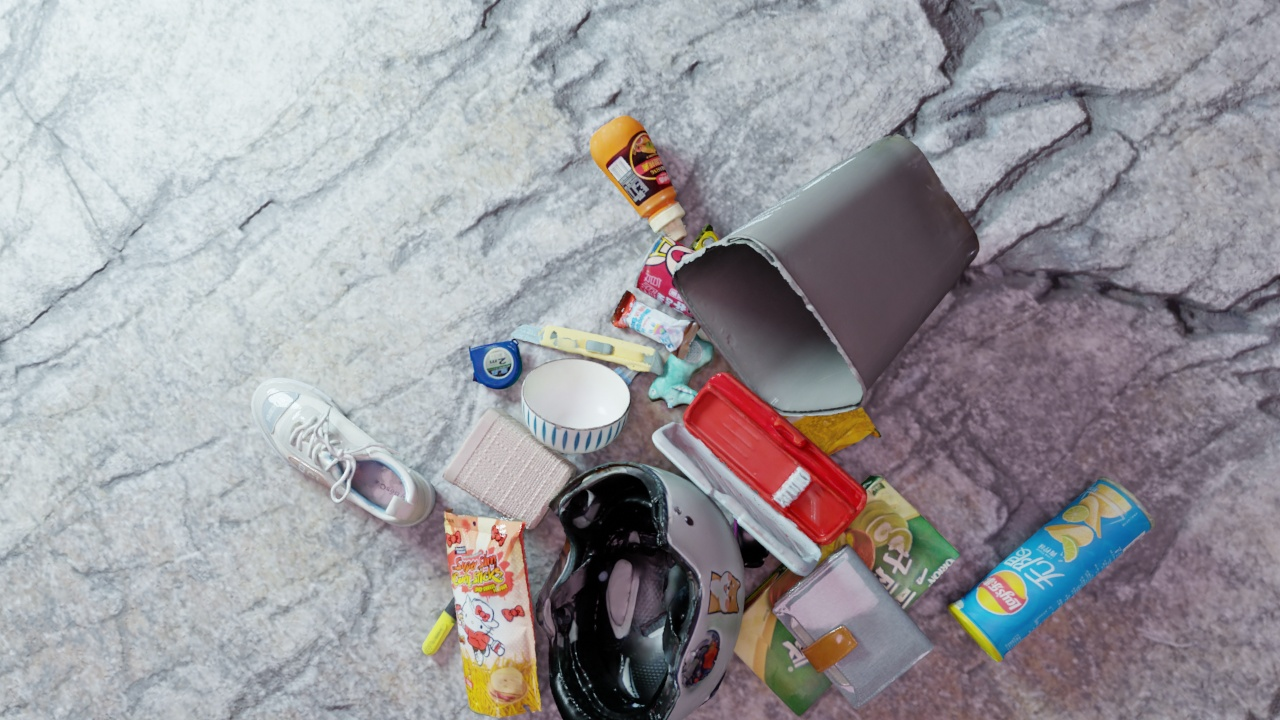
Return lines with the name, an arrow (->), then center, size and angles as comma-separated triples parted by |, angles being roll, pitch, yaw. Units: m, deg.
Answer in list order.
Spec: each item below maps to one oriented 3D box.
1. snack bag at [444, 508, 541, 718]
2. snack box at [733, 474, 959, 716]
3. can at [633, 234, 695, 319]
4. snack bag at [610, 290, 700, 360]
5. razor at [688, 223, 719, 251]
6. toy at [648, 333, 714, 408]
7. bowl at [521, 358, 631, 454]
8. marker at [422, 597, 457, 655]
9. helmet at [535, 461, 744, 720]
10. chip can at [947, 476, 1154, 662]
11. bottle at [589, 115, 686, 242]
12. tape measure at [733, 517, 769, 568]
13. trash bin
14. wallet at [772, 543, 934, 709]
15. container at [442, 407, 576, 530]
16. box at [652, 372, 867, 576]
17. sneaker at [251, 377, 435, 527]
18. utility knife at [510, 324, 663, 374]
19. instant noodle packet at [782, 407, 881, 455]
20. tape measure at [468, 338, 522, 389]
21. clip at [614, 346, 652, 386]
snack bag -> -0.154, 0.261, 0.964 | 0.129, 0.073, 0.208 | -1, 99, 43
snack box -> 0.204, 0.241, 0.959 | 0.240, 0.063, 0.114 | -44, 85, -1
can -> 0.049, -0.087, 0.999 | 0.094, 0.066, 0.066 | 29, 88, 6
snack bag -> 0.016, -0.039, 1.008 | 0.105, 0.026, 0.045 | 27, 85, 27
razor -> 0.115, -0.098, 1.017 | 0.132, 0.028, 0.043 | 37, 85, 5
toy -> 0.049, 0.015, 1.006 | 0.096, 0.030, 0.092 | 34, 91, 27
bowl -> -0.071, 0.058, 0.985 | 0.116, 0.116, 0.066 | 14, 128, 6
marker -> -0.203, 0.271, 1.013 | 0.018, 0.015, 0.124 | 33, 87, 1
helmet -> 0.016, 0.238, 0.919 | 0.156, 0.231, 0.274 | 5, 85, -39
chip can -> 0.419, 0.213, 0.941 | 0.210, 0.071, 0.071 | -41, 83, 0
bottle -> 0.005, -0.196, 1.018 | 0.067, 0.067, 0.149 | -33, 90, 1
tape measure -> 0.120, 0.184, 0.974 | 0.039, 0.057, 0.058 | -2, 108, 3
trash bin -> 0.187, -0.089, 0.902 | 0.219, 0.199, 0.198 | -41, 100, -20
wallet -> 0.207, 0.264, 0.907 | 0.106, 0.037, 0.129 | -40, 85, -1
container -> -0.136, 0.119, 0.986 | 0.111, 0.090, 0.090 | 34, 88, 4
box -> 0.118, 0.107, 0.903 | 0.201, 0.100, 0.094 | 41, 110, 14
sneaker -> -0.337, 0.102, 1.001 | 0.242, 0.091, 0.089 | 34, 87, 7
utility knife -> -0.059, -0.015, 1.022 | 0.183, 0.019, 0.031 | 12, 76, 20
instant noodle packet -> 0.180, 0.059, 0.987 | 0.128, 0.044, 0.110 | -26, 82, -1
tape measure -> -0.160, 0.005, 1.028 | 0.058, 0.025, 0.054 | -11, 86, 7
clip -> -0.005, 0.007, 1.020 | 0.058, 0.037, 0.026 | -41, 77, 2
